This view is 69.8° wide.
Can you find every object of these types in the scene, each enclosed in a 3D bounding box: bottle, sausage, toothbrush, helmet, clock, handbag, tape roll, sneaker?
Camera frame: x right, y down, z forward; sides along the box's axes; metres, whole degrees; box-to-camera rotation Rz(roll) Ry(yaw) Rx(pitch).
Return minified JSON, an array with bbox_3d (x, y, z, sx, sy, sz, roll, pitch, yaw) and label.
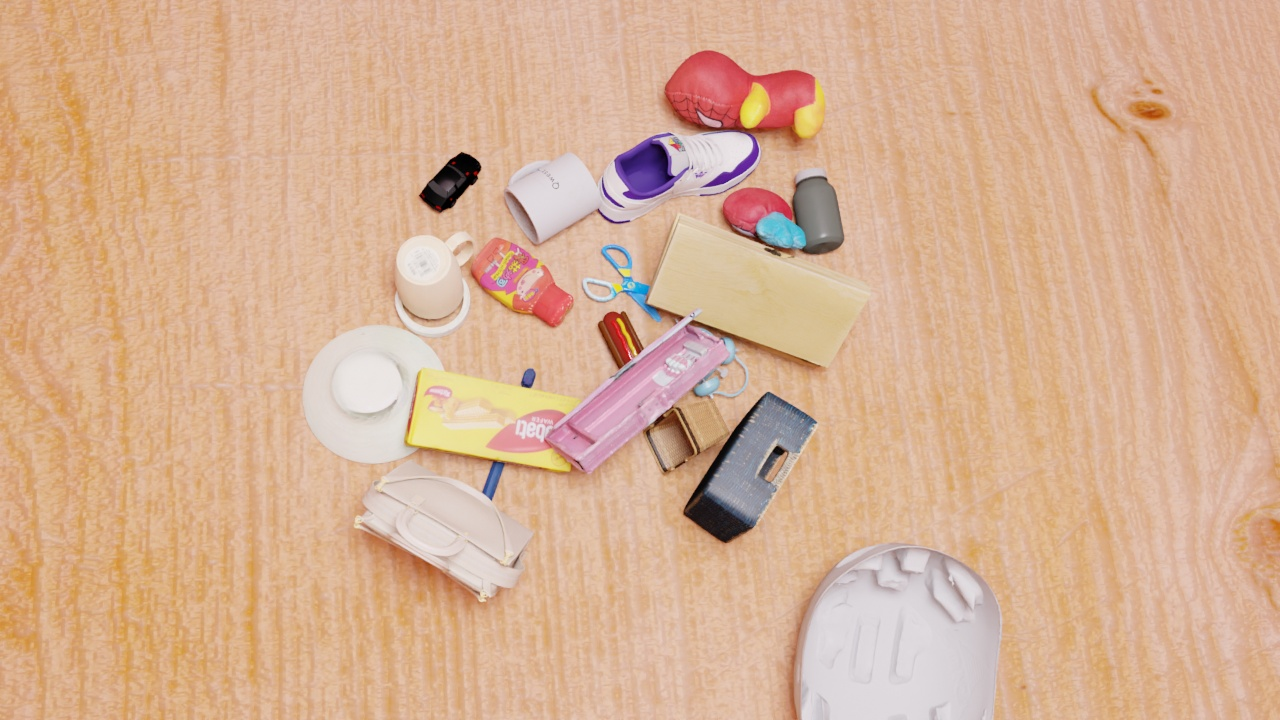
[{"bbox_3d":[0.240,-0.204,1.250,0.060,0.060,0.108,-5,76,-9],"label":"bottle"},{"bbox_3d":[-0.007,0.007,1.173,0.040,0.040,0.155,-25,80,-13],"label":"sausage"},{"bbox_3d":[-0.165,0.097,1.139,0.016,0.017,0.189,19,74,-3],"label":"toothbrush"},{"bbox_3d":[0.287,0.354,1.046,0.224,0.184,0.281,8,68,0],"label":"helmet"},{"bbox_3d":[0.084,0.003,1.189,0.123,0.042,0.087,31,74,-5],"label":"clock"},{"bbox_3d":[-0.218,0.192,1.009,0.194,0.198,0.101,30,88,1],"label":"handbag"},{"bbox_3d":[-0.264,-0.076,1.170,0.094,0.019,0.094,2,75,-7],"label":"tape roll"},{"bbox_3d":[0.055,-0.266,1.214,0.244,0.111,0.091,-24,80,-13],"label":"sneaker"},{"bbox_3d":[-0.149,-0.097,1.176,0.134,0.048,0.071,36,72,2],"label":"bottle"}]

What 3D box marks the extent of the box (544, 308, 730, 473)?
[{"bbox_3d":[-0.014,0.024,1.087,0.232,0.099,0.080,-38,122,-15],"label":"box"}]

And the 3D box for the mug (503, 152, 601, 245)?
[{"bbox_3d":[-0.125,-0.221,1.202,0.096,0.083,0.119,-34,53,-15],"label":"mug"}]

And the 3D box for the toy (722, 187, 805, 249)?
[{"bbox_3d":[0.168,-0.185,1.220,0.092,0.062,0.133,-13,47,-29],"label":"toy"}]

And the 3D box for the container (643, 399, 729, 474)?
[{"bbox_3d":[0.058,0.091,1.128,0.061,0.114,0.063,-21,79,-26],"label":"container"}]

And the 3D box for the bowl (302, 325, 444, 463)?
[{"bbox_3d":[-0.325,0.034,1.113,0.176,0.058,0.176,2,75,-7],"label":"bowl"}]

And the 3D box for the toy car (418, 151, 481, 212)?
[{"bbox_3d":[-0.248,-0.238,1.205,0.042,0.036,0.091,38,74,3],"label":"toy car"}]

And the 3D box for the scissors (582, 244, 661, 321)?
[{"bbox_3d":[-0.019,-0.092,1.209,0.109,0.018,0.131,-40,85,-16],"label":"scissors"}]

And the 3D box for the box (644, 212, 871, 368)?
[{"bbox_3d":[0.142,-0.088,1.171,0.248,0.179,0.142,19,93,-3],"label":"box"}]

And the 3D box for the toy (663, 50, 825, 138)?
[{"bbox_3d":[0.140,-0.356,1.236,0.216,0.147,0.099,12,100,1],"label":"toy"}]

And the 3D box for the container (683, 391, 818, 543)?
[{"bbox_3d":[0.123,0.130,1.081,0.071,0.188,0.145,33,74,5],"label":"container"}]

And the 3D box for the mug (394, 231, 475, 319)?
[{"bbox_3d":[-0.248,-0.114,1.117,0.111,0.104,0.085,-41,85,-14],"label":"mug"}]

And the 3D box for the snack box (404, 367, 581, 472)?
[{"bbox_3d":[-0.176,0.074,1.107,0.200,0.042,0.092,13,78,-17],"label":"snack box"}]
